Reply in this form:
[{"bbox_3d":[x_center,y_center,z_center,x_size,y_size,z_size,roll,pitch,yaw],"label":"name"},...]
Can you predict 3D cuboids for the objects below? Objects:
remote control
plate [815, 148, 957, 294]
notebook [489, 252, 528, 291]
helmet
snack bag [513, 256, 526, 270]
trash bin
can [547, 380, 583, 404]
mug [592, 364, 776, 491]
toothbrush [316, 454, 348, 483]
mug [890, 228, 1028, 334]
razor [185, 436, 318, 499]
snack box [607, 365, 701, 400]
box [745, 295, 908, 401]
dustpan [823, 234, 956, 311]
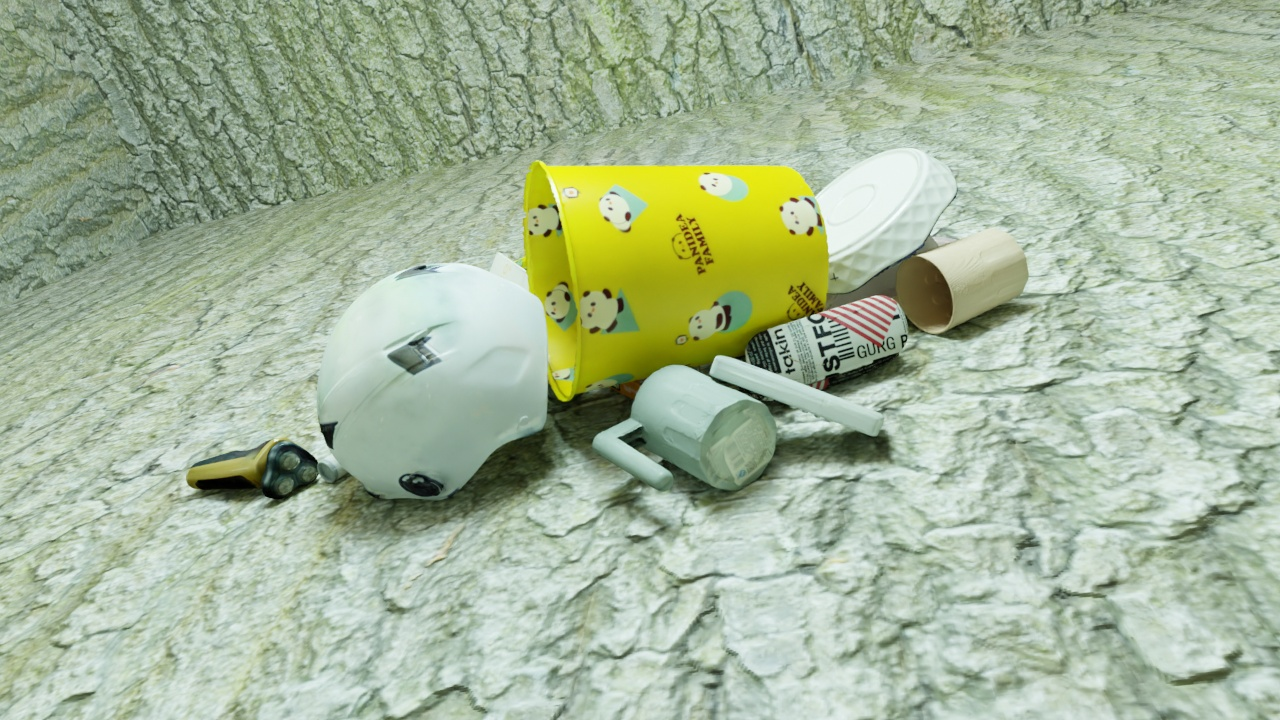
[{"bbox_3d":[0.131,0.030,0.778,0.150,0.021,0.058,21,6,16],"label":"remote control"},{"bbox_3d":[0.242,-0.157,1.001,0.205,0.045,0.204,-38,22,18],"label":"plate"},{"bbox_3d":[-0.176,-0.051,1.138,0.010,0.146,0.206,19,8,-26],"label":"notebook"},{"bbox_3d":[-0.218,0.007,0.873,0.259,0.146,0.228,-25,45,20],"label":"helmet"},{"bbox_3d":[-0.133,-0.117,1.262,0.157,0.068,0.247,-31,10,-37],"label":"snack bag"},{"bbox_3d":[0.030,-0.091,0.910,0.255,0.230,0.229,-8,20,-16],"label":"trash bin"},{"bbox_3d":[-0.106,0.001,1.044,0.058,0.058,0.147,-20,22,-14],"label":"can"},{"bbox_3d":[0.037,0.064,0.770,0.123,0.084,0.103,-26,26,-24],"label":"mug"},{"bbox_3d":[-0.266,0.068,1.025,0.027,0.026,0.220,13,33,30],"label":"toothbrush"},{"bbox_3d":[0.324,-0.079,0.960,0.103,0.084,0.125,-21,-4,-20],"label":"mug"},{"bbox_3d":[-0.419,0.119,0.975,0.168,0.062,0.067,-9,53,27],"label":"razor"},{"bbox_3d":[-0.006,0.006,1.011,0.075,0.026,0.154,-24,25,-25],"label":"snack box"},{"bbox_3d":[0.175,-0.006,0.890,0.162,0.076,0.087,-19,-6,-12],"label":"box"},{"bbox_3d":[0.257,-0.092,1.108,0.273,0.139,0.222,-46,26,-2],"label":"dustpan"}]
